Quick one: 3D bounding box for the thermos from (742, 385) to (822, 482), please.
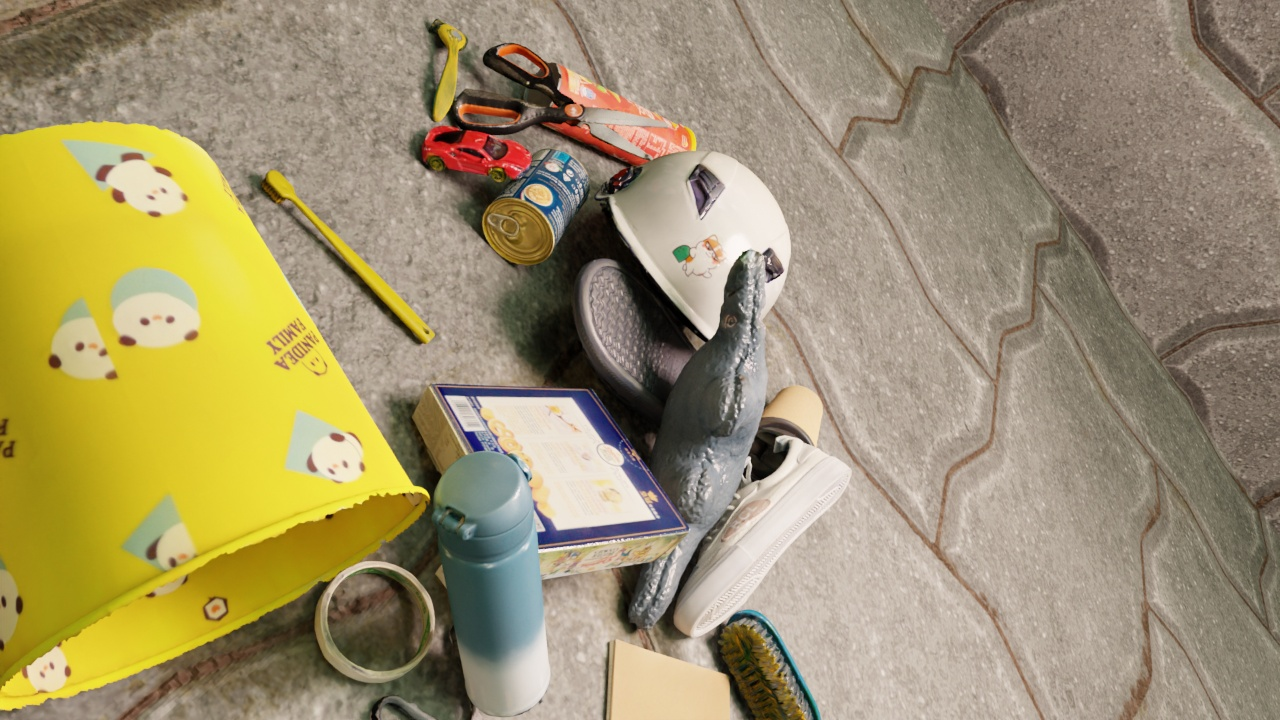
[{"bbox_3d":[0.166,0.086,1.053,0.093,0.093,0.142,54,32,-6],"label":"thermos"}]

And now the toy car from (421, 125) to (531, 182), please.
[{"bbox_3d":[-0.160,-0.205,0.902,0.106,0.031,0.049,13,47,0],"label":"toy car"}]

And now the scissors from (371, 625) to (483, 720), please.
[{"bbox_3d":[-0.122,0.279,0.678,0.159,0.014,0.181,9,59,-42],"label":"scissors"}]

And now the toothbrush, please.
[{"bbox_3d":[-0.248,-0.085,0.781,0.190,0.017,0.015,48,39,-15],"label":"toothbrush"}]

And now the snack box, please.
[{"bbox_3d":[-0.074,0.096,0.769,0.182,0.046,0.178,4,39,-45],"label":"snack box"}]

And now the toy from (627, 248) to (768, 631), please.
[{"bbox_3d":[0.060,0.071,0.862,0.091,0.356,0.137,17,5,8],"label":"toy"}]

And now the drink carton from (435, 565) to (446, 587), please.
[{"bbox_3d":[-0.103,0.161,0.747,0.053,0.046,0.122,49,36,14],"label":"drink carton"}]

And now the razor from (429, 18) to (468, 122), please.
[{"bbox_3d":[-0.203,-0.302,0.960,0.043,0.028,0.132,27,50,-37],"label":"razor"}]

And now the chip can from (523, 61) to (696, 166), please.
[{"bbox_3d":[-0.032,-0.278,1.086,0.216,0.073,0.073,14,56,-41],"label":"chip can"}]

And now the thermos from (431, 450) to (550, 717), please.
[{"bbox_3d":[-0.096,0.154,0.616,0.070,0.221,0.070,1,39,-1],"label":"thermos"}]

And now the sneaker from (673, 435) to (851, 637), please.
[{"bbox_3d":[0.102,0.163,0.909,0.091,0.090,0.241,35,61,27],"label":"sneaker"}]

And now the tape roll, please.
[{"bbox_3d":[-0.190,0.186,0.659,0.085,0.014,0.085,23,46,-27],"label":"tape roll"}]

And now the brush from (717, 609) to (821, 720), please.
[{"bbox_3d":[0.131,0.308,0.895,0.144,0.055,0.073,62,24,5],"label":"brush"}]

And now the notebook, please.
[{"bbox_3d":[0.027,0.361,0.785,0.149,0.012,0.211,29,47,-33],"label":"notebook"}]

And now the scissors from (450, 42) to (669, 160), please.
[{"bbox_3d":[-0.086,-0.274,0.963,0.224,0.022,0.204,-9,62,-7],"label":"scissors"}]

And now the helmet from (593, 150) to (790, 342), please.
[{"bbox_3d":[0.075,-0.133,0.980,0.230,0.157,0.274,50,7,-8],"label":"helmet"}]

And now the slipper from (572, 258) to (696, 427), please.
[{"bbox_3d":[-0.006,0.006,0.938,0.268,0.083,0.110,45,48,-43],"label":"slipper"}]

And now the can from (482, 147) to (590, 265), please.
[{"bbox_3d":[-0.103,-0.158,0.931,0.075,0.076,0.110,44,41,-17],"label":"can"}]

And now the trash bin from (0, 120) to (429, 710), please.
[{"bbox_3d":[-0.281,0.022,0.525,0.229,0.230,0.255,-16,73,-50],"label":"trash bin"}]
